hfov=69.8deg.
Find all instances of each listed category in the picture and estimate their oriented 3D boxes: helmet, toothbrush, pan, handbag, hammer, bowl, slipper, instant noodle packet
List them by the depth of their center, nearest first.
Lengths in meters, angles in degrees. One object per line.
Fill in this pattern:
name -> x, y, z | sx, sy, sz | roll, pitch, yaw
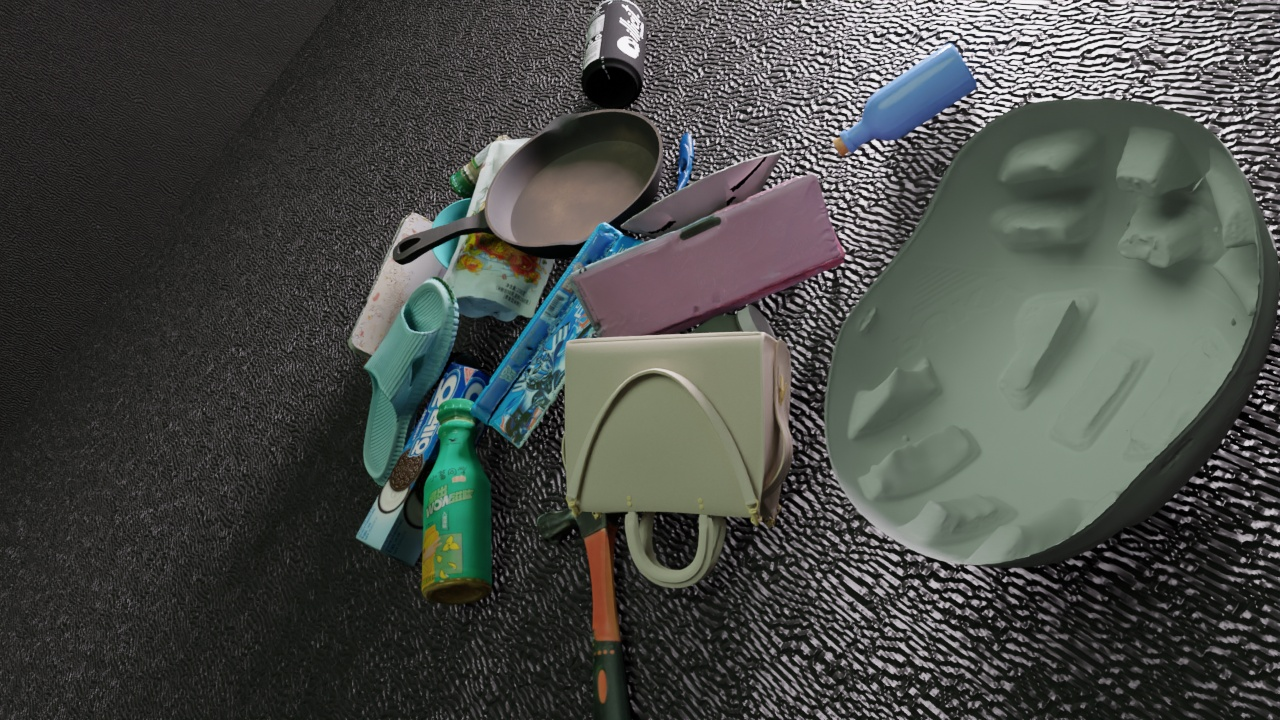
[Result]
helmet -> 0.239, -0.003, 0.550 | 0.282, 0.184, 0.224 | -51, 32, -10
handbag -> 0.025, 0.082, 0.745 | 0.195, 0.101, 0.197 | -2, 79, 25
hammer -> -0.025, 0.246, 0.747 | 0.133, 0.033, 0.332 | -29, 45, 25
bowl -> 0.072, -0.143, 0.913 | 0.174, 0.068, 0.174 | -24, 5, 2
toothbrush -> 0.049, -0.211, 1.040 | 0.021, 0.016, 0.132 | -20, 46, 33
slipper -> -0.289, 0.025, 1.081 | 0.116, 0.069, 0.277 | 42, 116, 48
pan -> -0.134, -0.183, 1.104 | 0.356, 0.043, 0.248 | -21, 47, 10
instant noodle packet -> -0.161, -0.177, 1.165 | 0.147, 0.057, 0.268 | 8, 65, 13
bowl -> -0.214, -0.150, 1.208 | 0.046, 0.121, 0.121 | 106, 180, -65

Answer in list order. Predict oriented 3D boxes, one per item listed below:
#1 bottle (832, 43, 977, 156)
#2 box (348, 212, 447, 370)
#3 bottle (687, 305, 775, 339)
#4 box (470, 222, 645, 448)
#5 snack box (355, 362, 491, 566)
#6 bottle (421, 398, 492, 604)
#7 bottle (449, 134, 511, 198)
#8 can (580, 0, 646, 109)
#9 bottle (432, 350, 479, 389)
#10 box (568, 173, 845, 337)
bottle -> 0.237, -0.231, 0.839 | 0.131, 0.048, 0.048 | -32, 43, 24
box -> -0.328, -0.083, 1.272 | 0.108, 0.095, 0.215 | -33, 35, 62
bottle -> 0.065, -0.003, 0.824 | 0.109, 0.060, 0.060 | -33, 42, 23
box -> -0.086, -0.032, 0.948 | 0.243, 0.063, 0.174 | -56, 12, -4
snack box -> -0.233, 0.114, 1.033 | 0.060, 0.059, 0.226 | 11, 68, 45
bottle -> -0.187, 0.138, 0.937 | 0.068, 0.068, 0.209 | -26, 54, 29
bottle -> -0.231, -0.287, 1.355 | 0.110, 0.042, 0.042 | -36, 41, 19
can -> -0.034, -0.409, 1.222 | 0.080, 0.080, 0.145 | -23, 47, 32
bottle -> -0.261, 0.007, 1.145 | 0.161, 0.056, 0.056 | 5, 64, 46
box -> 0.055, -0.092, 0.809 | 0.233, 0.098, 0.099 | -21, 68, 9
